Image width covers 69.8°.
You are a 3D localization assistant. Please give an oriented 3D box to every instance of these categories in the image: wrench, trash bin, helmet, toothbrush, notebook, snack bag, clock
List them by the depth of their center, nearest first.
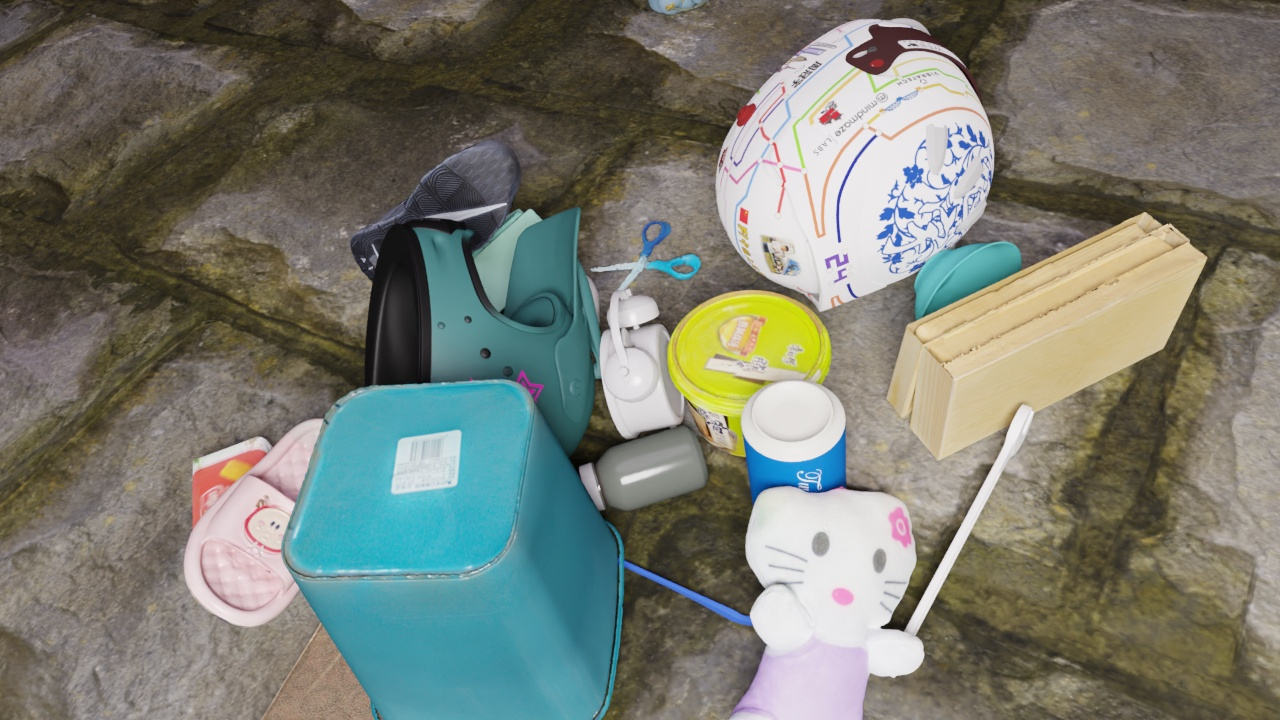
[{"bbox_3d":[-0.129,0.141,0.664,0.199,0.219,0.196,-4,49,9],"label":"trash bin"},{"bbox_3d":[-0.189,0.273,0.732,0.216,0.034,0.189,10,52,20],"label":"notebook"},{"bbox_3d":[0.262,0.138,0.741,0.009,0.047,0.272,24,60,29],"label":"wrench"},{"bbox_3d":[0.054,0.200,0.754,0.187,0.016,0.011,17,57,28],"label":"toothbrush"},{"bbox_3d":[-0.131,-0.011,0.840,0.177,0.200,0.274,-7,82,54],"label":"helmet"},{"bbox_3d":[-0.005,0.005,0.845,0.061,0.159,0.119,-11,47,14],"label":"clock"},{"bbox_3d":[-0.398,0.134,0.903,0.077,0.036,0.115,-20,48,-6],"label":"snack bag"},{"bbox_3d":[0.230,-0.196,0.912,0.314,0.231,0.236,-38,47,-12],"label":"helmet"},{"bbox_3d":[0.056,-0.570,1.409,0.088,0.052,0.124,-25,49,-11],"label":"clock"}]

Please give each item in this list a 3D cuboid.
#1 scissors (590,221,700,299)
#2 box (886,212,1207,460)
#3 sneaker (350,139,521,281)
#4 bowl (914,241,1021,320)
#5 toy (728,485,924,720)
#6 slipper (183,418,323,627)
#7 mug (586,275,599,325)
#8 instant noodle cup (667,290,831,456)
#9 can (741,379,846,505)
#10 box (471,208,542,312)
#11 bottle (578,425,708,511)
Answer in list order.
[{"bbox_3d":[0.006,-0.117,1.048,0.127,0.014,0.126,-9,51,11],"label":"scissors"},{"bbox_3d":[0.347,-0.025,0.805,0.249,0.128,0.092,-25,49,-9],"label":"box"},{"bbox_3d":[-0.212,-0.183,1.066,0.253,0.097,0.150,-27,21,32],"label":"sneaker"},{"bbox_3d":[0.294,-0.069,0.861,0.121,0.121,0.046,-29,49,-13],"label":"bowl"},{"bbox_3d":[0.133,0.192,0.667,0.137,0.086,0.209,16,70,-5],"label":"toy"},{"bbox_3d":[-0.330,0.138,0.843,0.107,0.056,0.220,36,44,-13],"label":"slipper"},{"bbox_3d":[-0.088,-0.070,0.983,0.090,0.076,0.123,-7,48,7],"label":"mug"},{"bbox_3d":[0.101,0.016,0.847,0.146,0.098,0.146,-6,48,6],"label":"instant noodle cup"},{"bbox_3d":[0.127,0.086,0.746,0.079,0.146,0.078,-7,48,7],"label":"can"},{"bbox_3d":[-0.184,-0.093,1.059,0.113,0.078,0.186,-3,39,51],"label":"box"},{"bbox_3d":[0.003,0.100,0.822,0.108,0.060,0.060,-17,48,-2],"label":"bottle"}]
